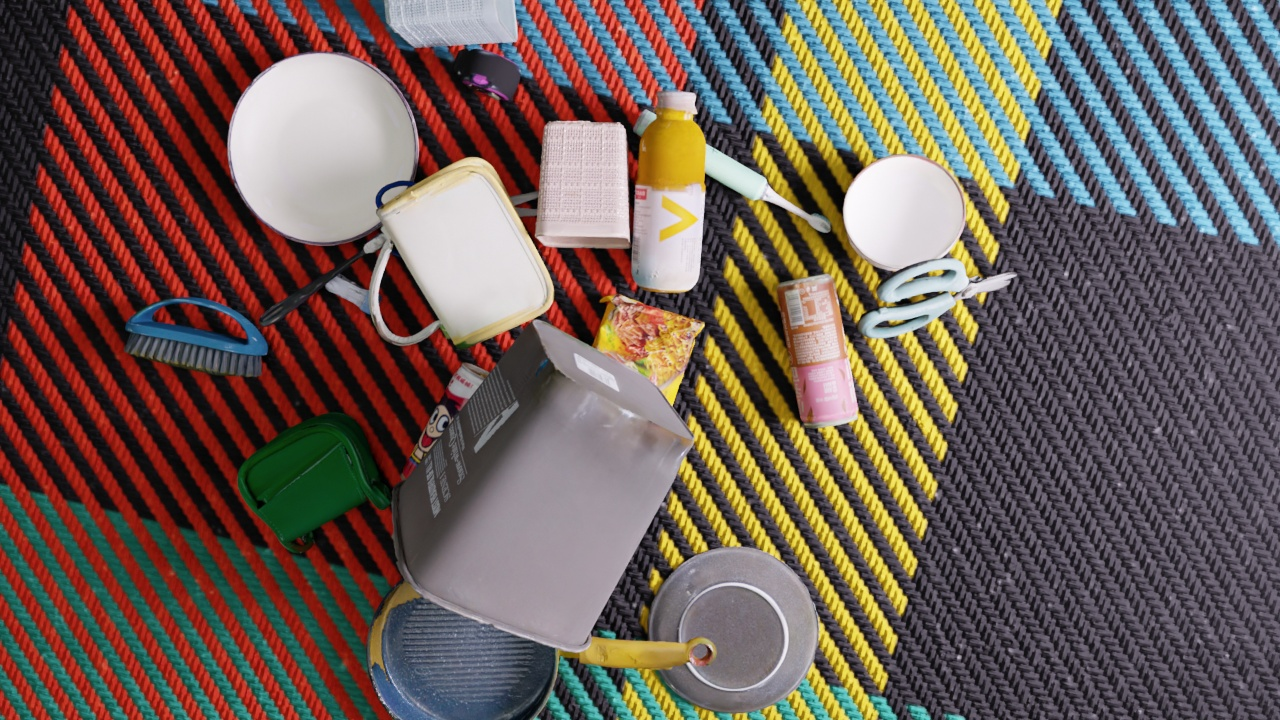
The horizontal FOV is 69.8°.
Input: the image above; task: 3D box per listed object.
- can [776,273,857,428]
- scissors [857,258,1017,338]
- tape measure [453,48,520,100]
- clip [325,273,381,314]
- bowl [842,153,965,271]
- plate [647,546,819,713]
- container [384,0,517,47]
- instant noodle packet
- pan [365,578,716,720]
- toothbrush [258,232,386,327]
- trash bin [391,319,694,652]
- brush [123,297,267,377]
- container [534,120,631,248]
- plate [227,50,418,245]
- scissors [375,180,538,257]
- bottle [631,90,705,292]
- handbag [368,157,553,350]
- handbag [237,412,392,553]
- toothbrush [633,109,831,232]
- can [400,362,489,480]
[{"bbox_3d":[0.176,-0.010,0.913,0.058,0.058,0.147,-11,93,3],"label":"can"},{"bbox_3d":[0.294,-0.059,0.908,0.179,0.143,0.019,-6,56,-26],"label":"scissors"},{"bbox_3d":[-0.150,-0.282,0.910,0.058,0.057,0.039,22,95,24],"label":"tape measure"},{"bbox_3d":[-0.297,-0.070,0.947,0.057,0.032,0.025,31,97,-3],"label":"clip"},{"bbox_3d":[0.254,-0.137,0.896,0.113,0.062,0.113,-2,80,10],"label":"bowl"},{"bbox_3d":[0.096,0.283,0.950,0.179,0.024,0.179,0,94,3],"label":"plate"},{"bbox_3d":[-0.186,-0.358,0.894,0.111,0.090,0.090,-6,93,5],"label":"container"},{"bbox_3d":[-0.005,0.005,0.929,0.111,0.044,0.128,19,94,5],"label":"instant noodle packet"},{"bbox_3d":[-0.103,0.295,0.931,0.357,0.078,0.197,-4,93,2],"label":"pan"},{"bbox_3d":[-0.324,-0.079,0.927,0.181,0.018,0.015,-29,108,21],"label":"toothbrush"},{"bbox_3d":[-0.085,0.103,0.828,0.198,0.199,0.220,27,103,-26],"label":"trash bin"},{"bbox_3d":[-0.452,-0.027,0.937,0.144,0.055,0.073,10,94,2],"label":"brush"},{"bbox_3d":[-0.054,-0.170,0.899,0.090,0.090,0.111,1,91,2],"label":"container"},{"bbox_3d":[-0.316,-0.212,0.929,0.192,0.039,0.192,0,93,2],"label":"plate"},{"bbox_3d":[-0.181,-0.157,0.918,0.172,0.012,0.132,-36,114,0],"label":"scissors"},{"bbox_3d":[0.029,-0.162,0.890,0.068,0.068,0.190,4,105,2],"label":"bottle"},{"bbox_3d":[-0.192,-0.093,0.900,0.179,0.063,0.163,-26,113,2],"label":"handbag"},{"bbox_3d":[-0.333,0.124,0.941,0.131,0.068,0.120,-28,99,2],"label":"handbag"},{"bbox_3d":[0.094,-0.187,0.922,0.224,0.027,0.027,30,130,0],"label":"toothbrush"},{"bbox_3d":[-0.190,0.071,0.934,0.053,0.053,0.133,29,94,0],"label":"can"}]
